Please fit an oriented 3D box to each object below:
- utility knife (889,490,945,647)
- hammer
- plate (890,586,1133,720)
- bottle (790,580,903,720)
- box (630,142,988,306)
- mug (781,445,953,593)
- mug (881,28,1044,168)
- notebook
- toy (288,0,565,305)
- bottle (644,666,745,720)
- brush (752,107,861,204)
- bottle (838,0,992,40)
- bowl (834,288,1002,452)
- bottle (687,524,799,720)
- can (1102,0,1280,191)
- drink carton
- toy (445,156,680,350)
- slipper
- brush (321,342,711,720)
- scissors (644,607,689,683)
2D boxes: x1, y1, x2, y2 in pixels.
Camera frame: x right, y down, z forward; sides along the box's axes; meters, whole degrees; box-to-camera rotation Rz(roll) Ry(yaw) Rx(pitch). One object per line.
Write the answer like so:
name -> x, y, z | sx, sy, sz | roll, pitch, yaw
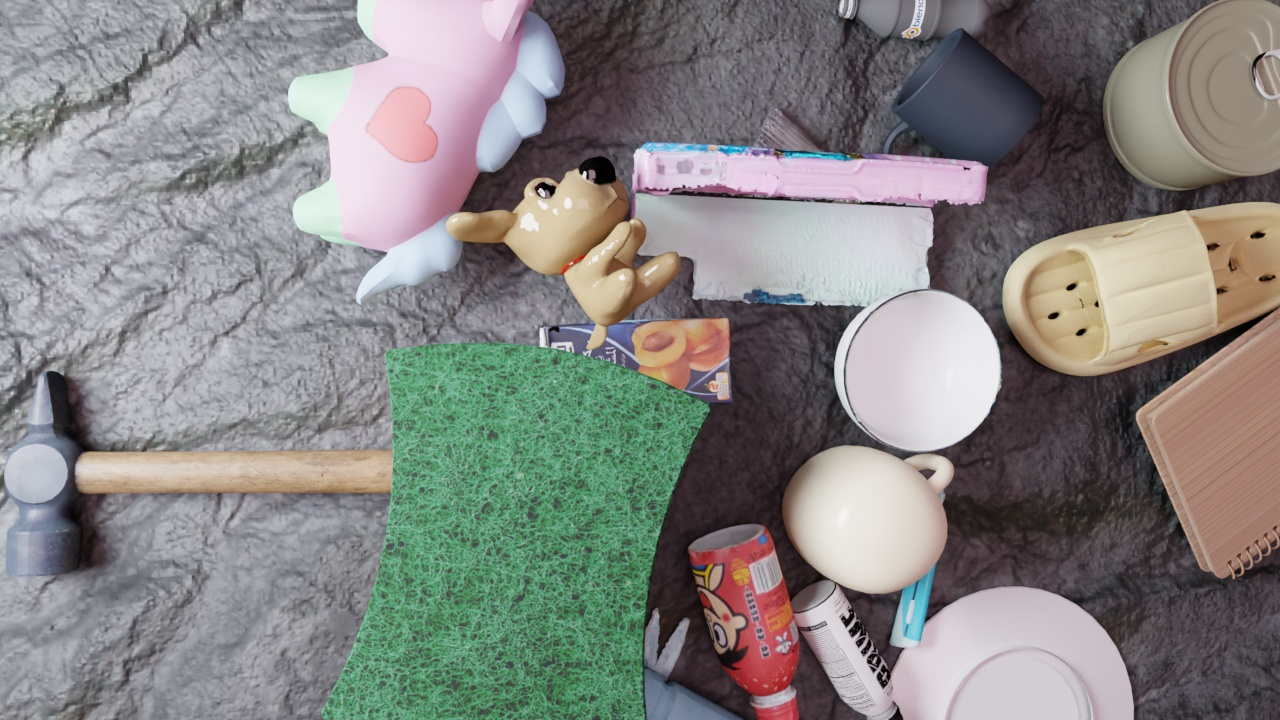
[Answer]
utility knife -> 0.210, 0.154, 0.688 | 0.022, 0.015, 0.124 | 9, 86, 33
hammer -> -0.244, 0.073, 0.613 | 0.321, 0.040, 0.129 | 1, 86, -9
plate -> 0.284, 0.278, 0.698 | 0.208, 0.015, 0.208 | 0, 90, -8
bottle -> 0.153, 0.219, 0.667 | 0.041, 0.041, 0.116 | -32, 94, -7
box -> 0.108, -0.088, 0.630 | 0.230, 0.086, 0.105 | 2, 97, -4
mug -> 0.168, 0.104, 0.638 | 0.120, 0.100, 0.096 | -36, 95, -7
mug -> 0.225, -0.173, 0.668 | 0.077, 0.071, 0.105 | 36, 112, -7
notebook -> 0.497, 0.053, 0.709 | 0.210, 0.022, 0.169 | -33, 107, -7
toy -> -0.133, -0.149, 0.595 | 0.171, 0.120, 0.222 | -2, 89, 1
bottle -> 0.028, 0.249, 0.638 | 0.130, 0.040, 0.040 | 31, 86, -8
brush -> 0.143, -0.123, 0.679 | 0.151, 0.012, 0.039 | 40, 85, -7
bottle -> 0.200, -0.255, 0.674 | 0.110, 0.036, 0.036 | 3, 90, -8
bowl -> 0.191, 0.005, 0.658 | 0.113, 0.063, 0.113 | -1, 96, -6
bottle -> 0.079, 0.189, 0.646 | 0.062, 0.062, 0.137 | -16, 91, -8
can -> 0.426, -0.195, 0.688 | 0.127, 0.073, 0.128 | 0, 90, -8
drink carton -> -0.004, 0.004, 0.644 | 0.130, 0.040, 0.064 | -3, 90, -8
toy -> -0.037, -0.074, 0.585 | 0.108, 0.106, 0.133 | 50, 39, 10
slipper -> 0.406, -0.057, 0.685 | 0.261, 0.079, 0.111 | -14, 95, -9
brush -> -0.073, 0.117, 0.573 | 0.195, 0.075, 0.250 | 10, 88, -2
scissors -> 0.012, 0.267, 0.662 | 0.105, 0.016, 0.179 | 28, 83, -7
